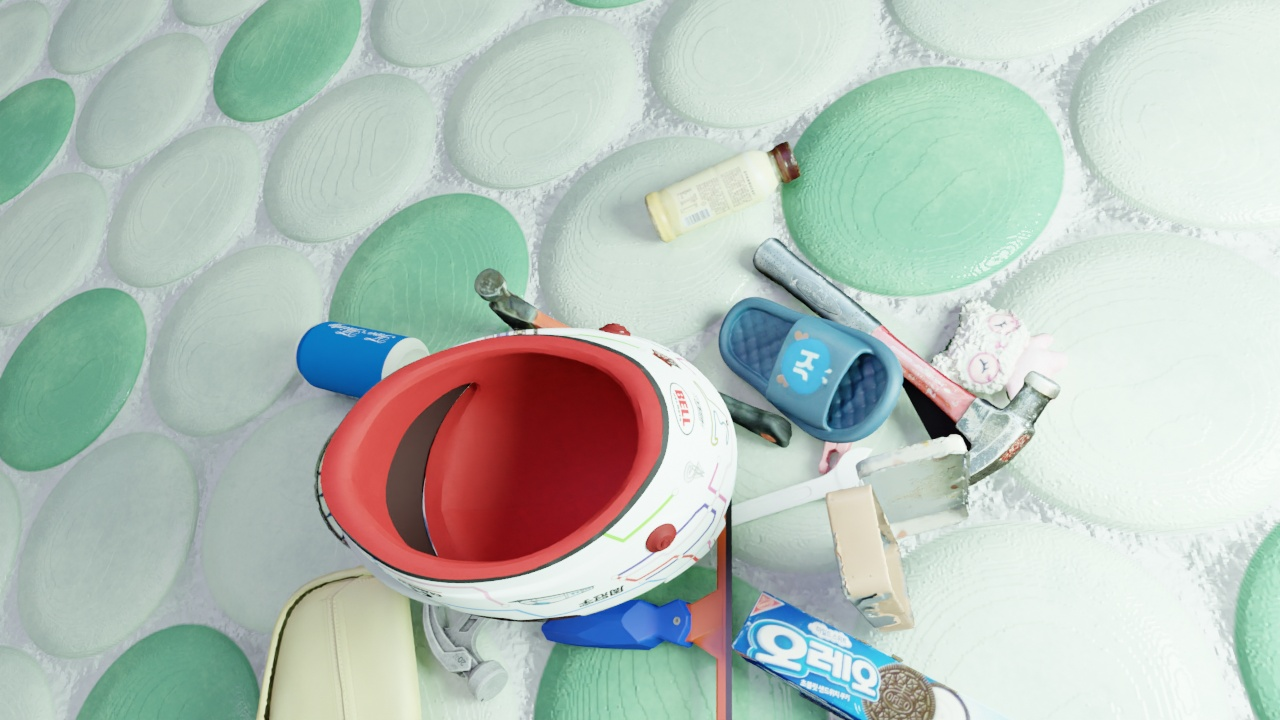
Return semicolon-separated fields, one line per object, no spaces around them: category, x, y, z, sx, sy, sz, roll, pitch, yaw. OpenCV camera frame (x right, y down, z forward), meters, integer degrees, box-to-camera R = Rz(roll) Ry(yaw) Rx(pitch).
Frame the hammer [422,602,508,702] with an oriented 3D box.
hammer;-0.089;0.165;0.895;0.126;0.036;0.315;36;82;34

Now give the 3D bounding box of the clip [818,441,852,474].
clip;0.183;0.079;0.830;0.037;0.022;0.058;16;79;23

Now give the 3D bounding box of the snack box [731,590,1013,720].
snack box;0.185;0.261;0.720;0.226;0.059;0.059;22;72;30

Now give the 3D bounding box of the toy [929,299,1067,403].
toy;0.317;-0.004;0.804;0.109;0.041;0.095;25;77;25

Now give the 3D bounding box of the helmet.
helmet;-0.076;0.097;0.763;0.314;0.236;0.230;-13;69;-1

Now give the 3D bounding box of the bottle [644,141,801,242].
bottle;0.087;-0.181;0.971;0.162;0.056;0.056;-22;60;11

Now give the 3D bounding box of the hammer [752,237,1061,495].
hammer;0.208;-0.013;0.838;0.326;0.036;0.141;47;114;39

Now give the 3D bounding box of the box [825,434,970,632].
box;0.201;0.137;0.679;0.096;0.216;0.104;-8;66;18

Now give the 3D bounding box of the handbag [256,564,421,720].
handbag;-0.272;0.311;0.866;0.191;0.088;0.232;-18;64;11

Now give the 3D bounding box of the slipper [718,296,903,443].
slipper;0.141;0.005;0.835;0.214;0.059;0.104;31;105;46

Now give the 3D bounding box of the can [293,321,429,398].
can;-0.312;0.003;1.034;0.146;0.079;0.078;11;70;26

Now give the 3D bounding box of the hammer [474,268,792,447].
hammer;-0.005;0.005;0.897;0.333;0.133;0.033;24;75;21

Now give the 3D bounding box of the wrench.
wrench;0.094;0.138;0.833;0.274;0.009;0.047;-21;76;15

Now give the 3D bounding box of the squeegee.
squeegee;-0.009;0.235;0.814;0.185;0.055;0.249;-12;62;29

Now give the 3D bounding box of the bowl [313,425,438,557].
bowl;-0.237;0.114;0.938;0.177;0.177;0.071;-43;17;-1
